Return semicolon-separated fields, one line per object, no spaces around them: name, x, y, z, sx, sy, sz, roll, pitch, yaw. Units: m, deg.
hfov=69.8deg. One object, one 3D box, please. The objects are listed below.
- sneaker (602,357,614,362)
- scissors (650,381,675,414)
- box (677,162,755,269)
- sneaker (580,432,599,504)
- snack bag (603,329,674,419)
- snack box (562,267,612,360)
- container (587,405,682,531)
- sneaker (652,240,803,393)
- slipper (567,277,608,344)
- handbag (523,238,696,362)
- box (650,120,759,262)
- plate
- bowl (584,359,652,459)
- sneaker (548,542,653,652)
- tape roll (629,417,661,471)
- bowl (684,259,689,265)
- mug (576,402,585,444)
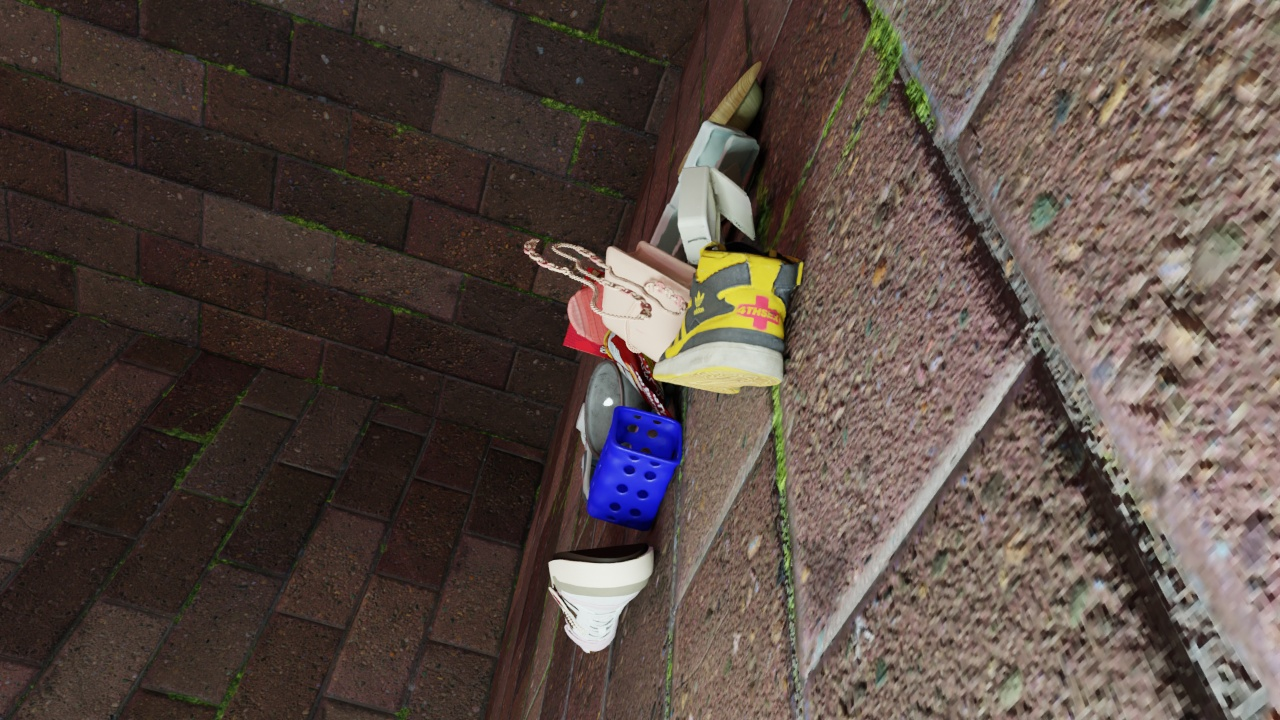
sneaker;-0.034;0.028;1.568;0.079;0.084;0.235;-98;29;-74
scissors;0.035;0.042;1.229;0.130;0.019;0.135;-126;47;-77
box;0.095;-0.172;1.049;0.143;0.081;0.181;69;-158;-51
sneaker;-0.056;0.130;1.449;0.124;0.089;0.239;124;159;-58
snack bag;-0.007;0.007;1.182;0.066;0.139;0.207;-27;14;3
snack box;-0.031;-0.063;1.455;0.035;0.152;0.133;-81;11;-53
container;-0.008;0.129;1.084;0.084;0.085;0.114;-84;11;-58
sneaker;0.072;-0.036;0.819;0.239;0.086;0.122;164;117;-77
slipper;-0.027;-0.074;1.318;0.249;0.059;0.103;-8;95;45
handbag;-0.026;-0.046;0.980;0.199;0.186;0.117;35;126;39
box;0.074;-0.199;1.152;0.199;0.072;0.085;-64;-11;23
plate;0.121;-0.321;1.259;0.185;0.036;0.184;-52;12;16
bowl;-0.026;0.073;1.335;0.145;0.067;0.145;-176;90;-66
sneaker;-0.050;0.279;1.058;0.294;0.111;0.116;130;134;-70
tape roll;0.005;0.121;1.221;0.094;0.030;0.093;-165;92;-83
bowl;0.049;-0.064;1.126;0.115;0.059;0.115;-51;-1;-2
mug;-0.064;0.118;1.539;0.071;0.089;0.107;-84;13;-59
